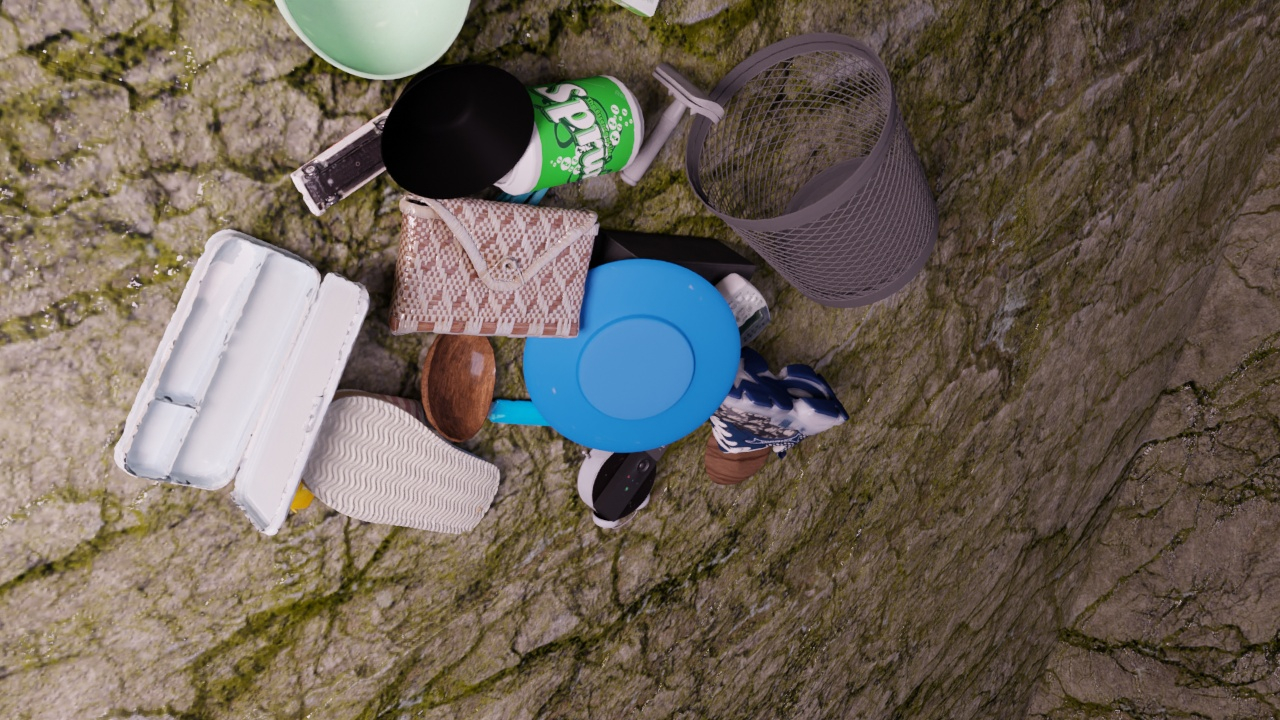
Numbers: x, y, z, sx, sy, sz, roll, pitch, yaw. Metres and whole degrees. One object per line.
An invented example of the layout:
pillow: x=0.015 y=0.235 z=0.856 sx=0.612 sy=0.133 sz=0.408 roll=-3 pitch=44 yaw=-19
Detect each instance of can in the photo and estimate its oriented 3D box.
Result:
can: x=-0.072 y=-0.202 z=0.818 sx=0.139 sy=0.088 sz=0.088 roll=-22 pitch=123 yaw=-35

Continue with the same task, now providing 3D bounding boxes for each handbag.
handbag: x=0.011 y=-0.035 z=1.010 sx=0.175 sy=0.072 sz=0.196 roll=-3 pitch=122 yaw=-42
handbag: x=-0.127 y=-0.080 z=0.814 sx=0.185 sy=0.047 sz=0.124 roll=1 pitch=114 yaw=-31

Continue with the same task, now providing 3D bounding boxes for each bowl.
bowl: x=-0.150 y=-0.192 z=0.719 sx=0.124 sy=0.052 sz=0.124 roll=-23 pitch=148 yaw=-15
bowl: x=0.139 y=0.116 z=1.209 sx=0.119 sy=0.032 sz=0.119 roll=-20 pitch=122 yaw=-36
bowl: x=-0.204 y=-0.285 z=0.662 sx=0.150 sy=0.077 sz=0.151 roll=-20 pitch=123 yaw=-35
bowl: x=-0.176 y=0.018 z=0.858 sx=0.102 sy=0.026 sz=0.114 roll=42 pitch=54 yaw=-57

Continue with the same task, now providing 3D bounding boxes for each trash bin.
trash bin: x=0.198 y=-0.189 z=0.993 sx=0.217 sy=0.218 sz=0.227 roll=-59 pitch=140 yaw=-4

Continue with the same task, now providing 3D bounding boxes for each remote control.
remote control: x=0.002 y=0.114 z=1.042 sx=0.150 sy=0.013 sz=0.034 roll=-54 pitch=136 yaw=-10
remote control: x=0.108 y=-0.055 z=1.010 sx=0.060 sy=0.028 sz=0.114 roll=-42 pitch=150 yaw=-1

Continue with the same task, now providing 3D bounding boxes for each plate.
plate: x=-0.005 y=0.006 z=0.930 sx=0.224 sy=0.024 sz=0.225 roll=-4 pitch=119 yaw=-8

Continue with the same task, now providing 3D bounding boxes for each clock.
clock: x=-0.027 y=0.143 z=1.067 sx=0.094 sy=0.035 sz=0.123 roll=-30 pitch=128 yaw=-30

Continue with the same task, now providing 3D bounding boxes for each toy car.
toy car: x=-0.226 y=-0.162 z=0.727 sx=0.112 sy=0.039 sz=0.039 roll=-44 pitch=134 yaw=-26

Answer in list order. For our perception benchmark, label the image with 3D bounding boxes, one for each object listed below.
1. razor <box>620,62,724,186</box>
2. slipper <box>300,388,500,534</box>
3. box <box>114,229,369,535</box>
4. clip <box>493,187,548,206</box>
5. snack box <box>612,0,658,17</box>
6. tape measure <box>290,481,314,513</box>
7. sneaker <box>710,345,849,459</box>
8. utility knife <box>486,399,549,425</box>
razor: x=0.019 y=-0.226 z=0.915 sx=0.047 sy=0.088 sz=0.116 roll=17 pitch=116 yaw=-46
slipper: x=-0.222 y=0.094 z=0.849 sx=0.115 sy=0.052 sz=0.263 roll=-63 pitch=148 yaw=-9
box: x=-0.304 y=0.013 z=0.699 sx=0.105 sy=0.129 sz=0.210 roll=21 pitch=89 yaw=-46
clip: x=-0.133 y=-0.111 z=0.852 sx=0.122 sy=0.033 sz=0.120 roll=-23 pitch=121 yaw=-33
snack box: x=-0.013 y=-0.414 z=0.814 sx=0.131 sy=0.027 sz=0.168 roll=11 pitch=102 yaw=-45
tape measure: x=-0.304 y=0.096 z=0.786 sx=0.058 sy=0.030 sz=0.068 roll=16 pitch=92 yaw=-47
sneaker: x=0.123 y=0.063 z=1.094 sx=0.269 sy=0.103 sz=0.133 roll=14 pitch=128 yaw=-41
utility knife: x=-0.123 y=0.051 z=0.946 sx=0.220 sy=0.015 sz=0.031 roll=8 pitch=101 yaw=-48
